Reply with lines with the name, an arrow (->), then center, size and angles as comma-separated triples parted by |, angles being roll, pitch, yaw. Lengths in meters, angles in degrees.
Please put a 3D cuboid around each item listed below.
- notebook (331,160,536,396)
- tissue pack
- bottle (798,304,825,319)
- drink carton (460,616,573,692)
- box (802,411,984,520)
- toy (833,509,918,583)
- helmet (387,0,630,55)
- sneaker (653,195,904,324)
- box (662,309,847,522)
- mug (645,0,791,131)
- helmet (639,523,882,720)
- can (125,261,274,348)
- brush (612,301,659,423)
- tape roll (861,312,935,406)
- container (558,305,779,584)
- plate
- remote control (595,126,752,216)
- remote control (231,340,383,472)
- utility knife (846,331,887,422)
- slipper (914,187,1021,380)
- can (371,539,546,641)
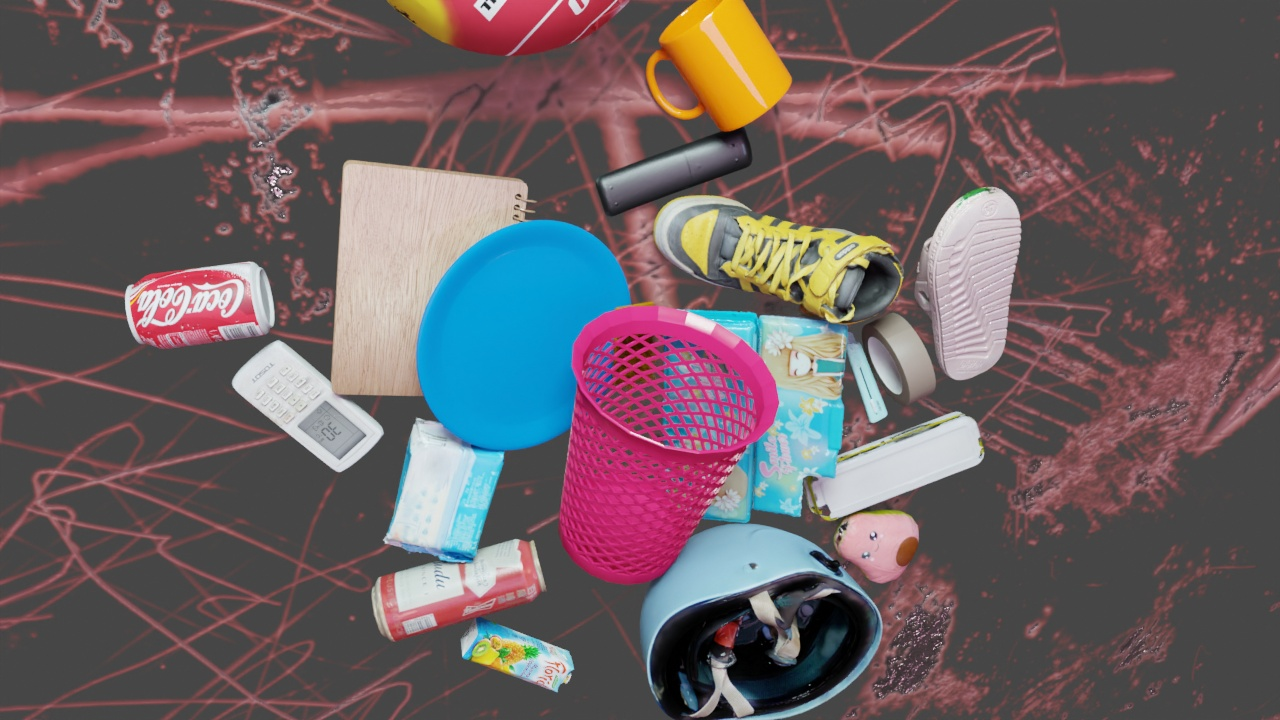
notebook -> -0.188, -0.067, 0.838 | 0.169, 0.022, 0.211 | 2, 111, -21
tissue pack -> -0.193, 0.128, 0.902 | 0.092, 0.061, 0.144 | 13, 104, -18
bottle -> 0.174, -0.006, 0.942 | 0.063, 0.063, 0.109 | -2, 113, -14
drink carton -> -0.134, 0.324, 1.010 | 0.129, 0.038, 0.044 | 29, 102, -24
box -> 0.285, 0.118, 1.043 | 0.209, 0.044, 0.066 | -19, 102, -6
toy -> 0.270, 0.211, 1.063 | 0.110, 0.051, 0.090 | 17, 105, -20
helmet -> -0.082, -0.352, 0.661 | 0.224, 0.198, 0.271 | 35, 91, -24
sneaker -> 0.136, -0.093, 0.865 | 0.238, 0.122, 0.086 | 7, 108, -18
box -> 0.114, 0.062, 0.934 | 0.182, 0.039, 0.227 | 4, 113, 12
mug -> 0.061, -0.256, 0.811 | 0.113, 0.077, 0.096 | -26, 119, 28
helmet -> 0.123, 0.271, 0.982 | 0.265, 0.166, 0.226 | 18, 117, -23
can -> -0.373, -0.047, 0.781 | 0.104, 0.064, 0.064 | -9, 113, -11
brush -> -0.005, 0.005, 0.918 | 0.048, 0.017, 0.126 | -12, 117, -30
tape roll -> 0.267, -0.001, 0.952 | 0.030, 0.093, 0.094 | -25, 116, -4
container -> 0.005, 0.094, 0.863 | 0.183, 0.183, 0.226 | 4, 131, -16
plate -> -0.107, -0.023, 0.858 | 0.223, 0.024, 0.225 | -16, 120, -31
remote control -> 0.033, -0.177, 0.859 | 0.152, 0.020, 0.041 | -21, 114, -4
remote control -> -0.308, 0.044, 0.856 | 0.060, 0.025, 0.138 | -41, 116, 4
utility knife -> 0.242, 0.016, 0.998 | 0.022, 0.015, 0.120 | -17, 116, 19
slipper -> 0.334, -0.080, 0.956 | 0.094, 0.064, 0.239 | -21, 133, -3
can -> -0.185, 0.234, 0.944 | 0.170, 0.067, 0.067 | -14, 114, -9
